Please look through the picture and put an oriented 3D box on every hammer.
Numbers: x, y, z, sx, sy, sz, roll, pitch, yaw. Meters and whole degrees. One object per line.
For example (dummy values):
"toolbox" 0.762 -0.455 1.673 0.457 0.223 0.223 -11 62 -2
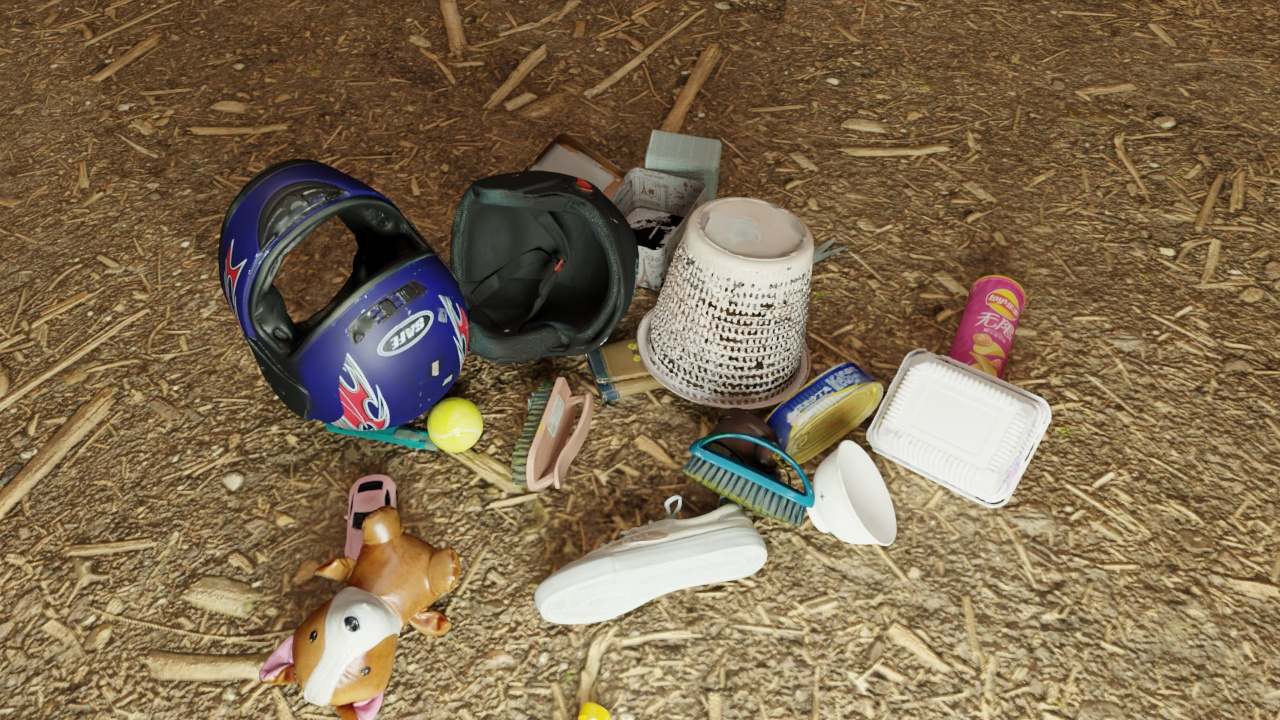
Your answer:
"hammer" 0.063 0.400 0.791 0.301 0.033 0.128 12 48 14

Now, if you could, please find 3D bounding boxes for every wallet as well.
"wallet" -0.007 0.007 1.177 0.115 0.033 0.090 -11 45 -13

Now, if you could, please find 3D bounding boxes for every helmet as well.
"helmet" -0.114 -0.126 1.171 0.275 0.234 0.229 19 26 22
"helmet" -0.320 -0.053 1.052 0.240 0.316 0.246 38 64 17

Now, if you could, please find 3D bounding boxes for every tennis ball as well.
"tennis ball" -0.221 0.077 1.093 0.065 0.066 0.065 -1 46 1

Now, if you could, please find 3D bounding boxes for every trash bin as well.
"trash bin" 0.117 -0.082 1.123 0.227 0.193 0.227 5 41 -4

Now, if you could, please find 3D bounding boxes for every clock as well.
"clock" 0.123 0.106 1.039 0.122 0.082 0.055 31 59 29

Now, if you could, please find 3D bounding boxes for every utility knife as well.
"utility knife" -0.316 0.088 1.122 0.151 0.013 0.029 8 44 10

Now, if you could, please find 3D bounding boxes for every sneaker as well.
"sneaker" 0.004 0.197 0.951 0.242 0.090 0.090 -13 45 -11

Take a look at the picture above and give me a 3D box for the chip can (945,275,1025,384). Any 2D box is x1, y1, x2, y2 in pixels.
"chip can" 0.427 -0.017 1.150 0.071 0.071 0.209 18 50 19

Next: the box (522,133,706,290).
"box" -0.050 -0.224 1.348 0.261 0.105 0.178 18 49 18

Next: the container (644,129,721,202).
"container" 0.066 -0.296 1.428 0.111 0.090 0.090 8 47 5

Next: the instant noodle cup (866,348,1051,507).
"instant noodle cup" 0.354 0.070 1.032 0.173 0.060 0.138 27 90 24

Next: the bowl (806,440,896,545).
"bowl" 0.218 0.153 0.991 0.065 0.118 0.118 -29 37 30

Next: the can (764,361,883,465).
"can" 0.213 0.061 1.078 0.148 0.075 0.049 -34 51 -12

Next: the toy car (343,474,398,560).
"toy car" -0.299 0.177 1.020 0.056 0.037 0.122 -9 47 -4

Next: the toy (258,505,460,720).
"toy" -0.264 0.252 0.897 0.140 0.131 0.199 32 60 4

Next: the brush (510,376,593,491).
"brush" -0.103 0.091 1.075 0.073 0.063 0.145 1 46 18

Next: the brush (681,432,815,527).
"brush" 0.119 0.118 0.973 0.144 0.055 0.073 24 90 12

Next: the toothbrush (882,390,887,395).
"toothbrush" 0.261 0.045 1.138 0.181 0.016 0.018 -9 40 -8

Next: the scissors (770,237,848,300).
"scissors" 0.232 -0.131 1.314 0.168 0.014 0.156 0 44 -1
